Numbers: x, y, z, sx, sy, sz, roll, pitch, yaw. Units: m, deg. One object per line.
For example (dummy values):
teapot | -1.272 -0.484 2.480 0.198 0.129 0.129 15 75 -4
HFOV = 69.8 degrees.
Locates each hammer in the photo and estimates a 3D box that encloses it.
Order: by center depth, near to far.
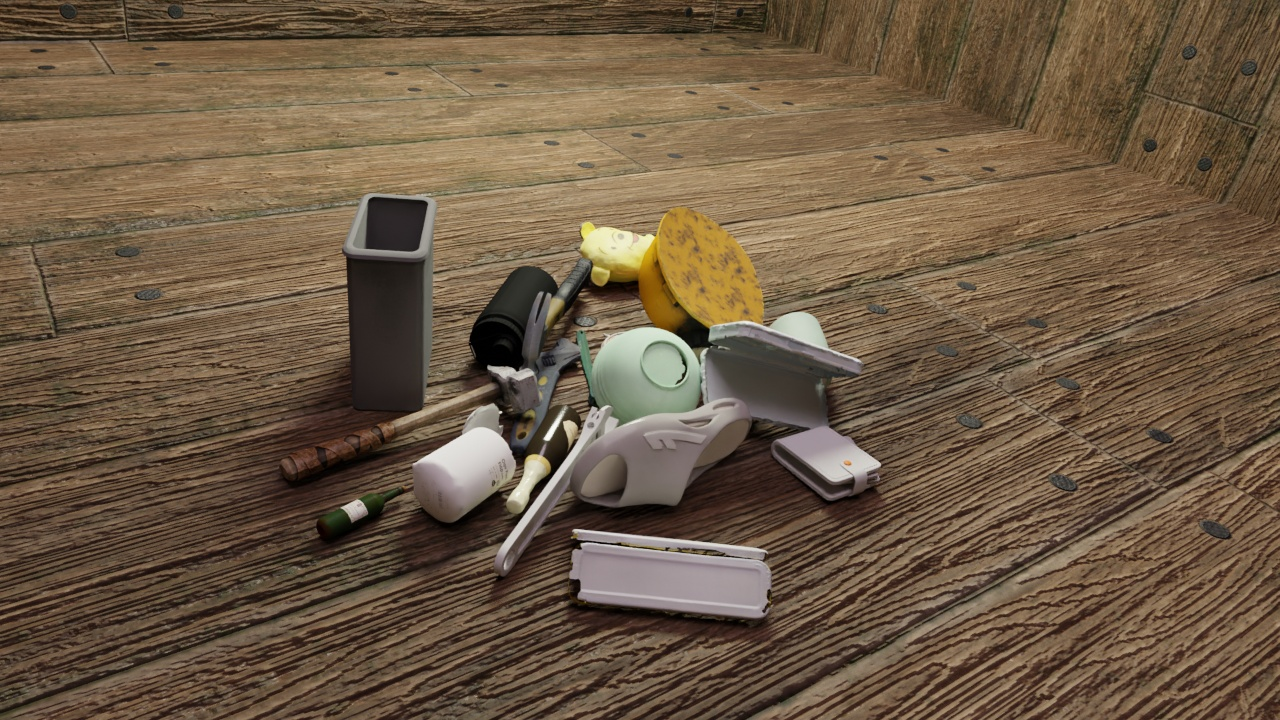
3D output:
hammer | -0.273 0.073 1.104 0.317 0.049 0.122 -22 19 -33
hammer | -0.115 -0.084 1.329 0.025 0.118 0.332 14 25 4

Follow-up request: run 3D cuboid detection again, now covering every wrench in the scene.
wrench | -0.090 0.144 1.031 0.018 0.087 0.272 18 42 16
wrench | -0.131 0.041 1.223 0.073 0.022 0.272 2 30 6

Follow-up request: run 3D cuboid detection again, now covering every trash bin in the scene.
trash bin | -0.317 -0.076 1.180 0.097 0.220 0.191 3 31 -9

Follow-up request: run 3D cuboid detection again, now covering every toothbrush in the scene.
toothbrush | -0.075 0.006 1.301 0.016 0.017 0.189 1 32 -11

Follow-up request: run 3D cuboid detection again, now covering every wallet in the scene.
wallet | 0.247 0.125 1.163 0.115 0.038 0.118 -13 33 -31

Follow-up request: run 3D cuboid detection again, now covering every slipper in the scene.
slipper | 0.046 0.118 1.073 0.265 0.113 0.080 -12 47 -39

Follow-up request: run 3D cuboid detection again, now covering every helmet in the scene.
helmet | 0.073 -0.098 1.394 0.205 0.132 0.254 23 44 -30

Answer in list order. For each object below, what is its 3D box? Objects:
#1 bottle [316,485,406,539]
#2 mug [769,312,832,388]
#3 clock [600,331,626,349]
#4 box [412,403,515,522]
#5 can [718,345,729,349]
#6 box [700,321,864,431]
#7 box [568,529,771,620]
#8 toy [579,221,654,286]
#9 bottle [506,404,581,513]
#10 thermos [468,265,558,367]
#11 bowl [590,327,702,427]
bottle | -0.296 0.159 0.983 0.025 0.025 0.105 29 36 30
mug | 0.221 -0.001 1.335 0.111 0.084 0.103 -19 44 8
clock | -0.007 0.008 1.271 0.103 0.061 0.156 3 29 -7
box | -0.186 0.111 1.039 0.092 0.083 0.165 16 29 30
can | 0.131 0.005 1.269 0.055 0.102 0.054 6 31 -4
box | 0.178 0.037 1.195 0.215 0.127 0.106 17 -7 -25
box | 0.030 0.212 0.954 0.210 0.057 0.117 6 29 -3
toy | 0.001 -0.170 1.552 0.214 0.084 0.148 3 31 -4
bottle | -0.117 0.117 1.076 0.045 0.045 0.184 13 31 8
thermos | -0.182 -0.056 1.311 0.086 0.086 0.198 11 31 5
bowl | 0.018 0.019 1.178 0.150 0.077 0.150 9 63 -19
